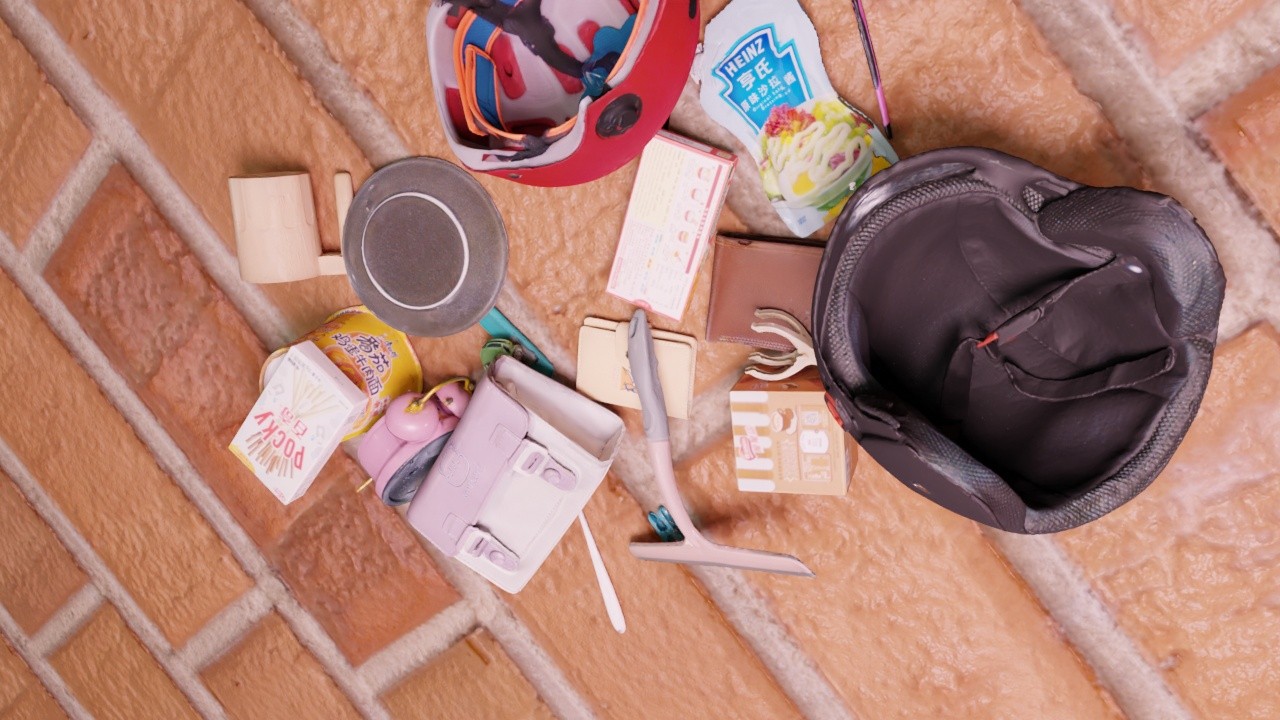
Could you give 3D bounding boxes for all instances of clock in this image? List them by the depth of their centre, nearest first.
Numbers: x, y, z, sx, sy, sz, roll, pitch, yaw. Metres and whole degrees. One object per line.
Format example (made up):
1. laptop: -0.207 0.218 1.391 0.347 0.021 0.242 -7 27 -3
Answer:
1. clock: -0.220 0.075 0.929 0.060 0.117 0.159 47 120 15

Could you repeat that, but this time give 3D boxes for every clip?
1. clip: 0.132 0.000 0.778 0.103 0.034 0.093 29 122 -3
2. clip: 0.030 0.171 0.914 0.043 0.014 0.056 -33 95 28

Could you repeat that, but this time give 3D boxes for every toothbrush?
1. toothbrush: 0.169 -0.263 0.710 0.018 0.014 0.189 -8 105 34
2. toothbrush: -0.048 0.206 0.956 0.016 0.016 0.180 -12 103 27

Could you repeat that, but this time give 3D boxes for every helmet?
1. helmet: 0.242 -0.012 0.647 0.233 0.230 0.274 -44 85 -2
2. helmet: -0.042 -0.242 0.725 0.241 0.143 0.206 -32 65 24

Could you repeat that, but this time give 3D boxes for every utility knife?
1. utility knife: -0.118 -0.012 0.912 0.216 0.013 0.029 44 121 2

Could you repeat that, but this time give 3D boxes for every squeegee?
1. squeegee: 0.023 0.077 0.824 0.248 0.040 0.249 -12 95 54

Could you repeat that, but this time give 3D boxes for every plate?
1. plate: -0.217 -0.108 0.899 0.179 0.024 0.179 3 103 15

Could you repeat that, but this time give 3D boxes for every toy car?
1. toy car: -0.130 0.021 0.908 0.043 0.036 0.091 -4 115 36

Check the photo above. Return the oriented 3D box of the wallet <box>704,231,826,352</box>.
1. wallet: 0.119 -0.055 0.792 0.125 0.032 0.101 9 113 20

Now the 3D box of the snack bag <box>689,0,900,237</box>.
1. snack bag: 0.117 -0.202 0.740 0.111 0.038 0.191 -33 92 39

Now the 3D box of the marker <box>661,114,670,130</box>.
1. marker: 0.020 -0.225 0.779 0.022 0.020 0.132 28 119 39

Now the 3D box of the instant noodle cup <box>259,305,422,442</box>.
1. instant noodle cup: -0.315 0.023 0.950 0.138 0.109 0.138 7 109 21

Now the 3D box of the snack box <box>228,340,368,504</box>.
1. snack box: -0.335 0.062 0.894 0.084 0.026 0.157 44 117 4

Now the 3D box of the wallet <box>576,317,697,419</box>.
1. wallet: -0.005 0.005 0.867 0.115 0.024 0.087 11 110 20

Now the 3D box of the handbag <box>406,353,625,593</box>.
1. handbag: -0.124 0.111 0.879 0.145 0.098 0.197 33 118 -2

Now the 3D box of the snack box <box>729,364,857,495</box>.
1. snack box: 0.135 0.058 0.797 0.094 0.076 0.093 0 108 22

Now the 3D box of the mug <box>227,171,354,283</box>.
1. mug: -0.350 -0.138 0.934 0.124 0.084 0.103 -3 107 -2

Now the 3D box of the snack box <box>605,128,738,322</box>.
1. snack box: 0.024 -0.116 0.798 0.077 0.026 0.156 23 122 9
